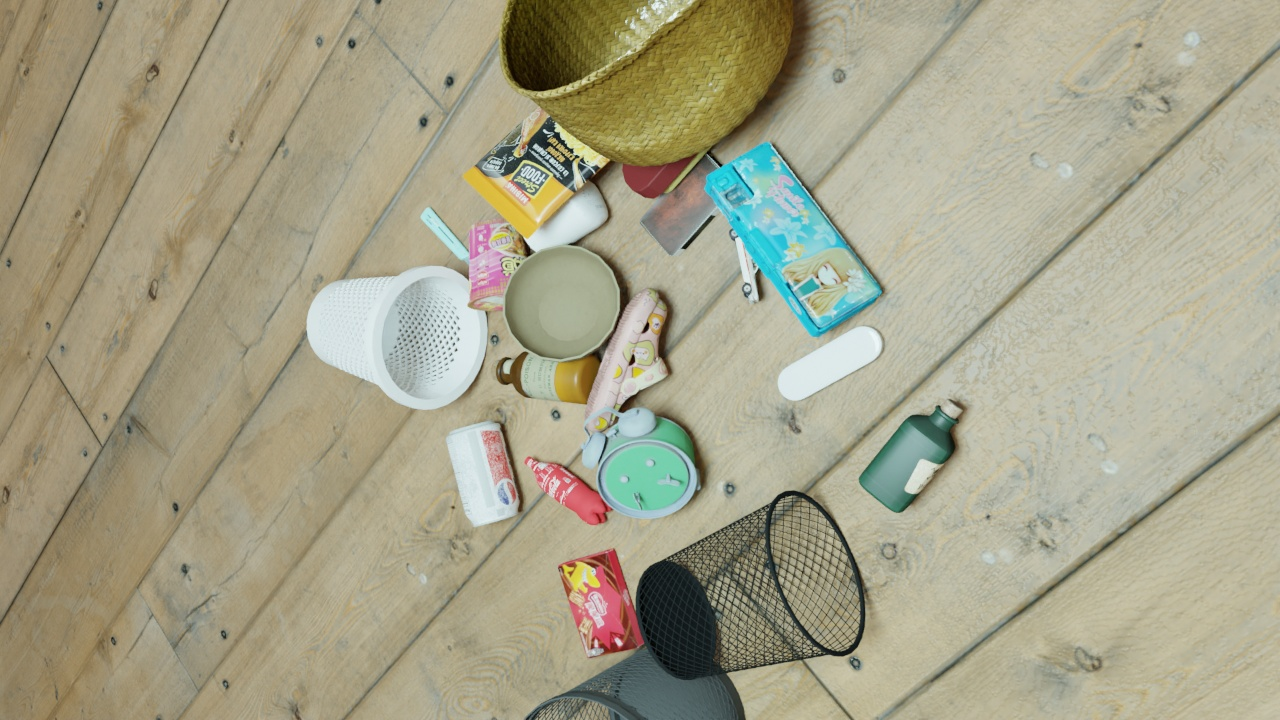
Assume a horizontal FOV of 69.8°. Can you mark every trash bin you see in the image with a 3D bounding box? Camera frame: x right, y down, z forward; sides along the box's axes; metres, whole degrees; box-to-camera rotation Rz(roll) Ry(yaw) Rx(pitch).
[{"bbox_3d":[-0.358,-0.042,1.301,0.200,0.195,0.195,9,98,38],"label":"trash bin"},{"bbox_3d":[0.118,0.272,1.062,0.211,0.183,0.184,-30,79,33],"label":"trash bin"},{"bbox_3d":[-0.003,0.470,1.107,0.218,0.226,0.218,2,95,29],"label":"trash bin"}]

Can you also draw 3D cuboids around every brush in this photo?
[{"bbox_3d":[0.051,-0.271,1.114,0.174,0.041,0.082,-46,44,24],"label":"brush"}]

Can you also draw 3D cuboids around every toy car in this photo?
[{"bbox_3d":[0.132,-0.126,1.098,0.039,0.039,0.113,-13,87,9],"label":"toy car"}]

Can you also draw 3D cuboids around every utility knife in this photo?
[{"bbox_3d":[-0.277,-0.175,1.332,0.022,0.015,0.126,-41,73,-8],"label":"utility knife"}]

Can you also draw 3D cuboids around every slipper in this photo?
[{"bbox_3d":[-0.007,0.007,1.165,0.081,0.093,0.197,22,96,-12],"label":"slipper"}]

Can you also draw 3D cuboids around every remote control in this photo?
[{"bbox_3d":[0.220,0.004,1.070,0.137,0.013,0.043,-32,78,27],"label":"remote control"}]

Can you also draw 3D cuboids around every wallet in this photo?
[{"bbox_3d":[0.059,-0.195,1.140,0.123,0.019,0.072,-47,72,23],"label":"wallet"}]

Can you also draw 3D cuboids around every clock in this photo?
[{"bbox_3d":[-0.005,0.121,1.126,0.122,0.075,0.161,-34,116,19],"label":"clock"}]

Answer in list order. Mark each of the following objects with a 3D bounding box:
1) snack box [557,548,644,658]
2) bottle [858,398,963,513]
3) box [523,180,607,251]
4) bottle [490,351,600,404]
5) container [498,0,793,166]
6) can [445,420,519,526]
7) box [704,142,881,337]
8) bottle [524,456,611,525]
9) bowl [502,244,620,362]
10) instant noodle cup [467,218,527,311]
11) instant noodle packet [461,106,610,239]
[{"bbox_3d":[-0.054,0.330,1.242,0.089,0.021,0.133,-22,83,29],"label":"snack box"},{"bbox_3d":[0.303,0.098,1.004,0.061,0.061,0.131,40,111,18],"label":"bottle"},{"bbox_3d":[-0.129,-0.210,1.209,0.140,0.083,0.141,-30,91,28],"label":"box"},{"bbox_3d":[-0.132,0.019,1.235,0.157,0.067,0.068,5,96,29],"label":"bottle"},{"bbox_3d":[0.014,-0.377,1.012,0.308,0.196,0.306,-16,61,30],"label":"container"},{"bbox_3d":[-0.220,0.158,1.289,0.078,0.078,0.136,-18,85,29],"label":"can"},{"bbox_3d":[0.172,-0.141,1.049,0.094,0.041,0.226,-31,76,-11],"label":"box"},{"bbox_3d":[-0.102,0.173,1.245,0.141,0.041,0.042,32,108,23],"label":"bottle"},{"bbox_3d":[-0.097,-0.069,1.182,0.152,0.050,0.152,-2,79,8],"label":"bowl"},{"bbox_3d":[-0.193,-0.131,1.249,0.098,0.097,0.108,-13,80,29],"label":"instant noodle cup"},{"bbox_3d":[-0.106,-0.269,1.163,0.220,0.032,0.160,-44,57,-2],"label":"instant noodle packet"}]
